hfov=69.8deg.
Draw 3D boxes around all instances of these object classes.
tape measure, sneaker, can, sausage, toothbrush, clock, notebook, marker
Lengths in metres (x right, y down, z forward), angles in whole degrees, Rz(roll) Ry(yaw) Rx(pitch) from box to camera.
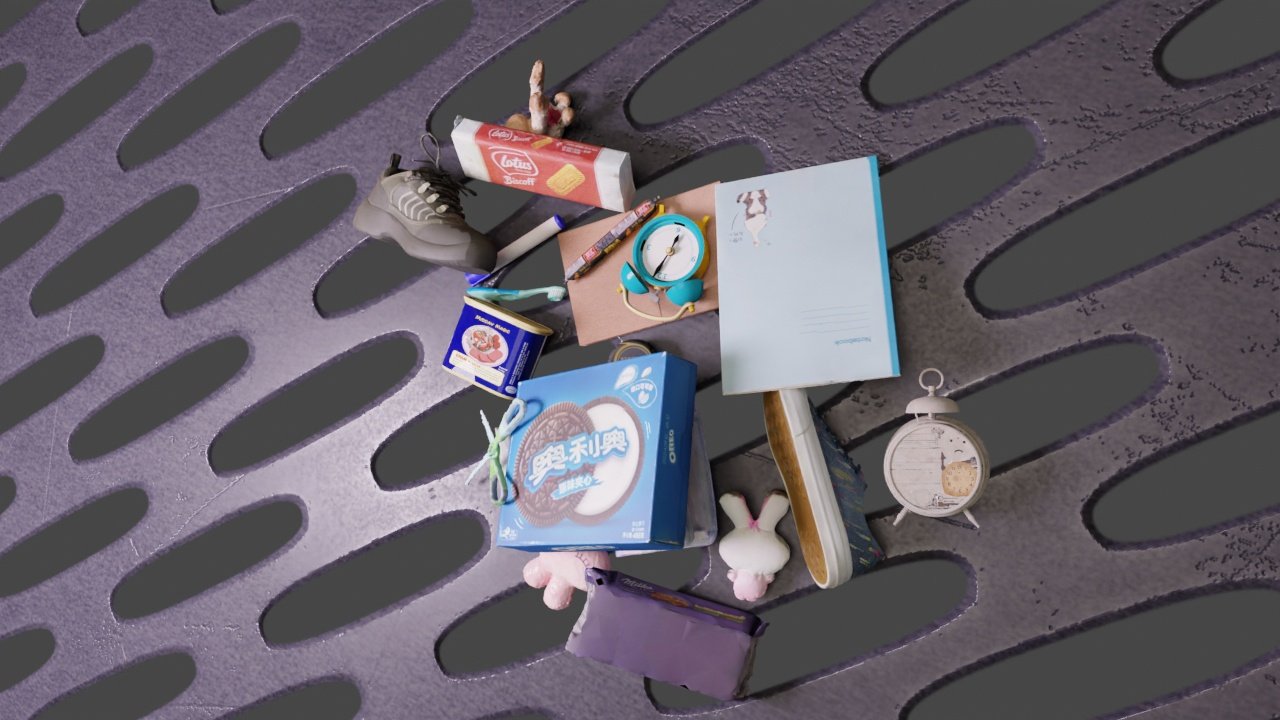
[{"bbox_3d":[-0.006,0.006,1.053,0.062,0.034,0.061,0,90,12],"label":"tape measure"},{"bbox_3d":[0.191,0.111,0.950,0.079,0.088,0.235,-11,76,-12],"label":"sneaker"},{"bbox_3d":[-0.175,-0.014,1.109,0.116,0.056,0.092,24,96,21],"label":"can"},{"bbox_3d":[-0.034,-0.141,1.072,0.155,0.020,0.020,-39,74,15],"label":"sausage"},{"bbox_3d":[-0.155,-0.082,1.126,0.135,0.022,0.017,1,62,20],"label":"toothbrush"},{"bbox_3d":[0.293,0.086,0.917,0.103,0.061,0.157,-2,87,21],"label":"clock"},{"bbox_3d":[0.010,-0.111,1.069,0.209,0.008,0.141,-15,81,20],"label":"notebook"},{"bbox_3d":[0.030,-0.108,1.034,0.099,0.043,0.129,17,85,21],"label":"clock"},{"bbox_3d":[-0.155,-0.135,1.130,0.142,0.020,0.020,-30,76,17],"label":"marker"},{"bbox_3d":[-0.243,-0.193,1.123,0.238,0.101,0.143,25,96,34],"label":"sneaker"},{"bbox_3d":[0.170,-0.092,0.965,0.181,0.009,0.253,-7,67,17],"label":"notebook"}]

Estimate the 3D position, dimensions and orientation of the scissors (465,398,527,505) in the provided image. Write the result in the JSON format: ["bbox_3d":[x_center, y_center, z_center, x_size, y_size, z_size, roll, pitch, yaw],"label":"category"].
[{"bbox_3d":[-0.168,0.100,1.070,0.173,0.023,0.171,-67,30,25],"label":"scissors"}]

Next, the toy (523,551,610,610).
[{"bbox_3d":[-0.088,0.234,1.060,0.108,0.053,0.105,41,107,21],"label":"toy"}]

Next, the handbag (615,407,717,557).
[{"bbox_3d":[0.015,0.134,1.022,0.127,0.069,0.158,-17,78,37],"label":"handbag"}]

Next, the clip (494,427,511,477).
[{"bbox_3d":[-0.148,0.125,1.099,0.056,0.045,0.101,-15,81,32],"label":"clip"}]

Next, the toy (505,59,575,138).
[{"bbox_3d":[-0.129,-0.295,1.109,0.106,0.074,0.085,-42,47,35],"label":"toy"}]

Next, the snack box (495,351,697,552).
[{"bbox_3d":[-0.049,0.105,0.985,0.239,0.056,0.195,-12,65,42],"label":"snack box"}]

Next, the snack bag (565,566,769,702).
[{"bbox_3d":[0.027,0.297,0.988,0.205,0.058,0.096,14,93,9],"label":"snack bag"}]

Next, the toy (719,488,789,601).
[{"bbox_3d":[0.121,0.198,0.988,0.079,0.038,0.122,5,87,9],"label":"toy"}]

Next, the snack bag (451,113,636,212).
[{"bbox_3d":[-0.115,-0.231,1.083,0.225,0.077,0.041,15,59,17],"label":"snack bag"}]
